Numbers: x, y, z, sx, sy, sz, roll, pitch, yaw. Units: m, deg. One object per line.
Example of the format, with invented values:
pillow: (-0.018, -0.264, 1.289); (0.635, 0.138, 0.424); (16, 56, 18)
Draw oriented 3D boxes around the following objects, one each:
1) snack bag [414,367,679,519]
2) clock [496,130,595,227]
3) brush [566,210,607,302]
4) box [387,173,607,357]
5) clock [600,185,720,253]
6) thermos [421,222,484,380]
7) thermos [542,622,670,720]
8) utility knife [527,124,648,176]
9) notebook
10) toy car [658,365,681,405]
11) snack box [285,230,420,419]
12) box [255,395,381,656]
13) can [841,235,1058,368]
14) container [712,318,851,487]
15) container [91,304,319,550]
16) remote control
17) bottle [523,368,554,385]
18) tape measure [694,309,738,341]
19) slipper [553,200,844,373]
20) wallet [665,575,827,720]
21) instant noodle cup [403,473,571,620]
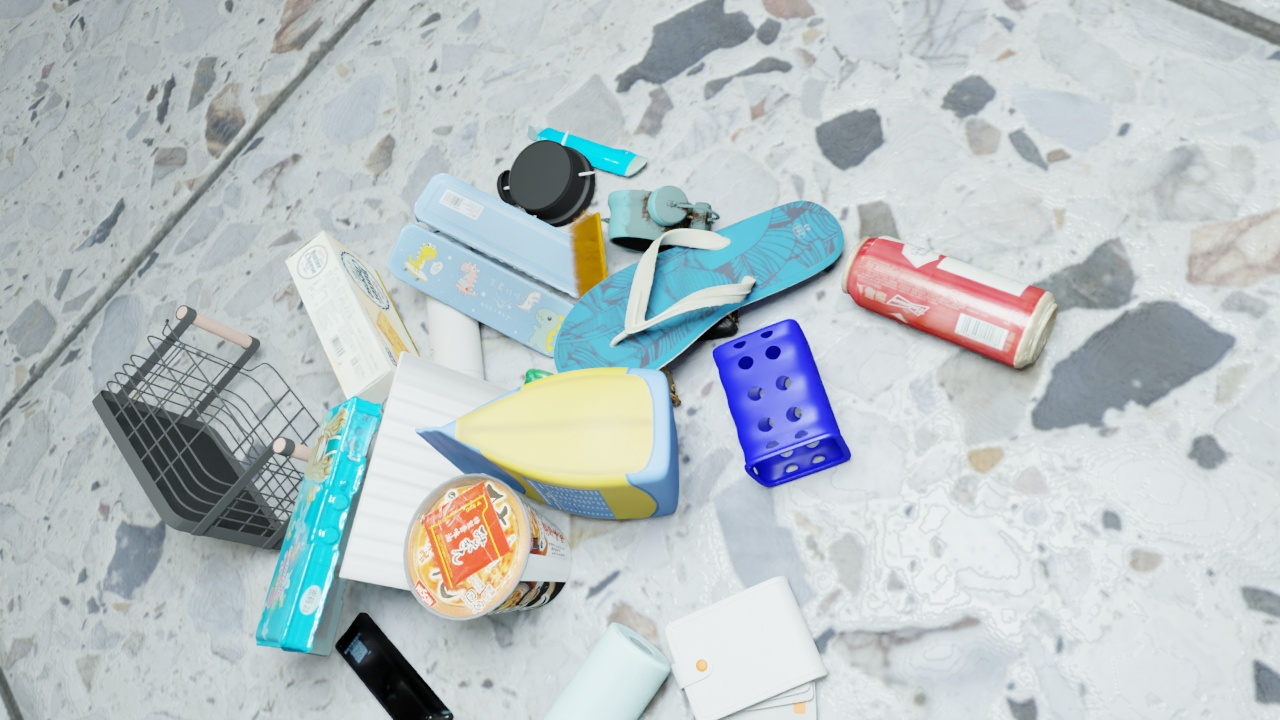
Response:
snack bag: (-0.072, 0.077, 0.797); (0.205, 0.159, 0.102); (-2, 70, 5)
clock: (-0.107, -0.184, 0.988); (0.121, 0.042, 0.091); (-37, 66, 16)
brush: (-0.050, -0.081, 0.905); (0.048, 0.017, 0.126); (-26, 68, 57)
box: (-0.147, -0.099, 0.942); (0.209, 0.034, 0.127); (27, 84, 3)
clock: (0.021, -0.137, 0.897); (0.124, 0.090, 0.053); (5, 84, 42)
thermos: (-0.203, -0.068, 0.987); (0.052, 0.052, 0.224); (-17, 66, 16)
thermos: (-0.058, 0.326, 0.778); (0.078, 0.065, 0.206); (34, 86, 31)
utility knife: (-0.065, -0.233, 1.010); (0.175, 0.015, 0.031); (27, 81, 30)
notebook: (-0.190, 0.113, 0.873); (0.009, 0.142, 0.209); (-7, 66, 50)
toy car: (-0.005, 0.005, 0.881); (0.112, 0.047, 0.047); (21, 81, 26)
snack box: (-0.297, -0.032, 0.985); (0.057, 0.104, 0.207); (-35, 62, 4)
box: (-0.301, 0.161, 0.873); (0.071, 0.182, 0.226); (14, 68, -9)
can: (0.260, -0.053, 0.781); (0.170, 0.067, 0.067); (25, 82, 28)
container: (0.121, 0.037, 0.797); (0.084, 0.085, 0.113); (-21, 64, 13)
container: (-0.434, 0.073, 0.969); (0.130, 0.163, 0.241); (-48, 61, 0)
remote control: (-0.243, 0.308, 0.885); (0.150, 0.022, 0.047); (36, 88, 29)
bottle: (-0.109, 0.065, 0.906); (0.043, 0.043, 0.111); (11, 77, 25)
tape measure: (0.061, -0.053, 0.880); (0.067, 0.038, 0.062); (-7, 68, 21)
slipper: (0.046, -0.074, 0.836); (0.295, 0.060, 0.118); (-27, 55, -2)
wallet: (0.089, 0.256, 0.759); (0.118, 0.037, 0.115); (-26, 64, 8)
instant noodle cup: (-0.127, 0.175, 0.828); (0.124, 0.121, 0.123); (-8, 69, 20)
